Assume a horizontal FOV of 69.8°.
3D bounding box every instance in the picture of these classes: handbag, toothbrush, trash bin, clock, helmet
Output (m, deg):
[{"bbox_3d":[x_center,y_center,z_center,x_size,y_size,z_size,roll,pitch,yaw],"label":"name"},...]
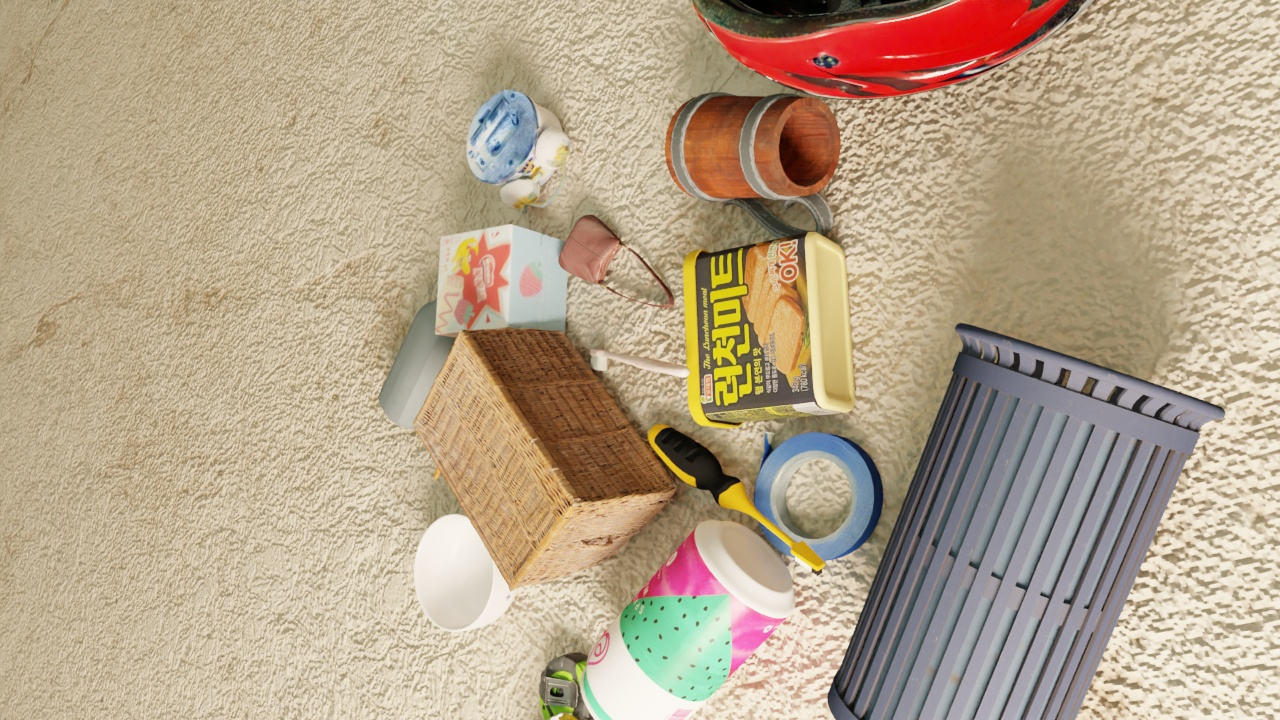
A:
[{"bbox_3d":[-0.017,-0.077,0.788,0.119,0.029,0.055,36,104,30],"label":"handbag"},{"bbox_3d":[-0.004,0.004,0.721,0.181,0.015,0.018,-171,85,-66],"label":"toothbrush"},{"bbox_3d":[0.205,0.119,0.521,0.139,0.139,0.249,24,100,37],"label":"trash bin"},{"bbox_3d":[-0.110,-0.194,0.856,0.089,0.052,0.125,-47,59,22],"label":"clock"},{"bbox_3d":[0.163,-0.266,0.583,0.273,0.167,0.217,-6,64,27],"label":"helmet"},{"bbox_3d":[0.065,0.097,0.679,0.197,0.031,0.031,36,146,47],"label":"toothbrush"}]

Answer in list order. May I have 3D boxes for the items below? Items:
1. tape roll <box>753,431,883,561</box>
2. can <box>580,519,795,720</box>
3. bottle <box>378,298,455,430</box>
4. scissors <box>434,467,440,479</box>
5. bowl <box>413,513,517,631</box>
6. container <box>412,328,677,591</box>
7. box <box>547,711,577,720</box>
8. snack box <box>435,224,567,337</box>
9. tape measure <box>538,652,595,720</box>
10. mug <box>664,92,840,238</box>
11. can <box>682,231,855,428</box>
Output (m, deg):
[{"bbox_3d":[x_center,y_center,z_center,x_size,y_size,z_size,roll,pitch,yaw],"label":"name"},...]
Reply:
[{"bbox_3d":[0.126,0.098,0.657,0.093,0.016,0.091,3,85,37],"label":"tape roll"},{"bbox_3d":[0.032,0.198,0.669,0.166,0.088,0.088,-52,57,19],"label":"can"},{"bbox_3d":[-0.202,-0.017,0.898,0.072,0.046,0.161,41,107,53],"label":"bottle"},{"bbox_3d":[-0.176,0.056,0.883,0.128,0.011,0.125,14,85,52],"label":"scissors"},{"bbox_3d":[-0.152,0.190,0.832,0.105,0.054,0.105,-5,81,35],"label":"bowl"},{"bbox_3d":[-0.084,0.076,0.749,0.198,0.113,0.113,53,123,28],"label":"container"},{"bbox_3d":[-0.055,0.395,0.731,0.127,0.023,0.210,30,110,30],"label":"box"},{"bbox_3d":[-0.125,-0.066,0.832,0.095,0.079,0.093,-2,82,36],"label":"snack box"},{"bbox_3d":[-0.058,0.277,0.759,0.059,0.035,0.065,-7,80,37],"label":"tape measure"},{"bbox_3d":[0.089,-0.141,0.679,0.111,0.081,0.117,18,139,53],"label":"mug"},{"bbox_3d":[0.094,-0.021,0.666,0.101,0.072,0.130,-8,79,33],"label":"can"}]
